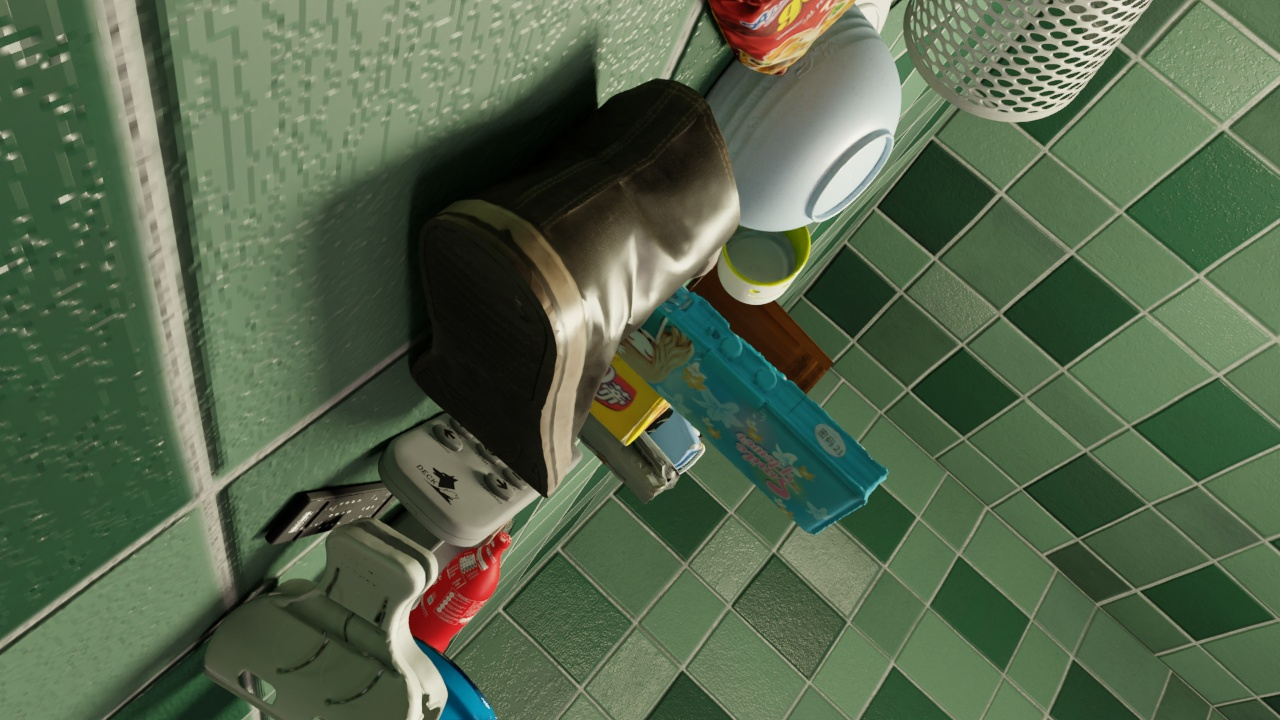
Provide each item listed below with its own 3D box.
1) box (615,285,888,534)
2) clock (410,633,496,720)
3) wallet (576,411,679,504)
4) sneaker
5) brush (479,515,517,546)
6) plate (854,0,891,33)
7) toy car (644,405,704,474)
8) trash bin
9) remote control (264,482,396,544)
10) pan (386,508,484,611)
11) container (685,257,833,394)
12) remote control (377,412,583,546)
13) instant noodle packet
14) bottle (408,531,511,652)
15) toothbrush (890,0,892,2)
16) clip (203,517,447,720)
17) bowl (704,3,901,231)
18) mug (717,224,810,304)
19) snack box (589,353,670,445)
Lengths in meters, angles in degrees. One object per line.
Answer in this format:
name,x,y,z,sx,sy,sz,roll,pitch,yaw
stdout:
box,0.064,0.021,0.660,0.084,0.227,0.171,-47,173,5
clock,-0.150,0.265,0.655,0.060,0.161,0.117,-45,171,-43
wallet,-0.019,0.077,0.876,0.054,0.131,0.100,-43,171,-9
sneaker,-0.035,-0.021,0.423,0.119,0.095,0.235,-44,165,-27
brush,-0.110,0.136,0.781,0.136,0.015,0.049,-52,177,27
plate,0.123,-0.195,0.604,0.134,0.011,0.135,-40,162,-16
toy car,0.016,0.052,0.975,0.056,0.153,0.054,-41,139,20
trash bin,0.300,-0.293,0.667,0.156,0.156,0.183,-45,170,-17
remote control,-0.165,0.083,0.515,0.030,0.009,0.140,-47,173,0
pan,-0.171,0.161,0.787,0.178,0.041,0.357,-48,173,1
container,0.116,-0.017,1.015,0.132,0.167,0.132,-47,173,-8
remote control,-0.092,0.058,0.554,0.019,0.074,0.150,-51,172,23
instant noodle packet,0.076,-0.179,0.405,0.099,0.039,0.135,-42,175,12
bottle,-0.144,0.184,0.715,0.142,0.042,0.041,-50,173,21
toothbrush,0.134,-0.210,0.657,0.186,0.024,0.022,-49,-144,10
clip,-0.168,0.164,0.500,0.104,0.126,0.152,-49,164,-57
bowl,0.102,-0.132,0.552,0.150,0.075,0.151,-37,161,-15
mug,0.118,-0.103,0.903,0.082,0.082,0.106,-47,174,-4
snack box,-0.004,0.004,0.751,0.061,0.083,0.105,-51,173,32
